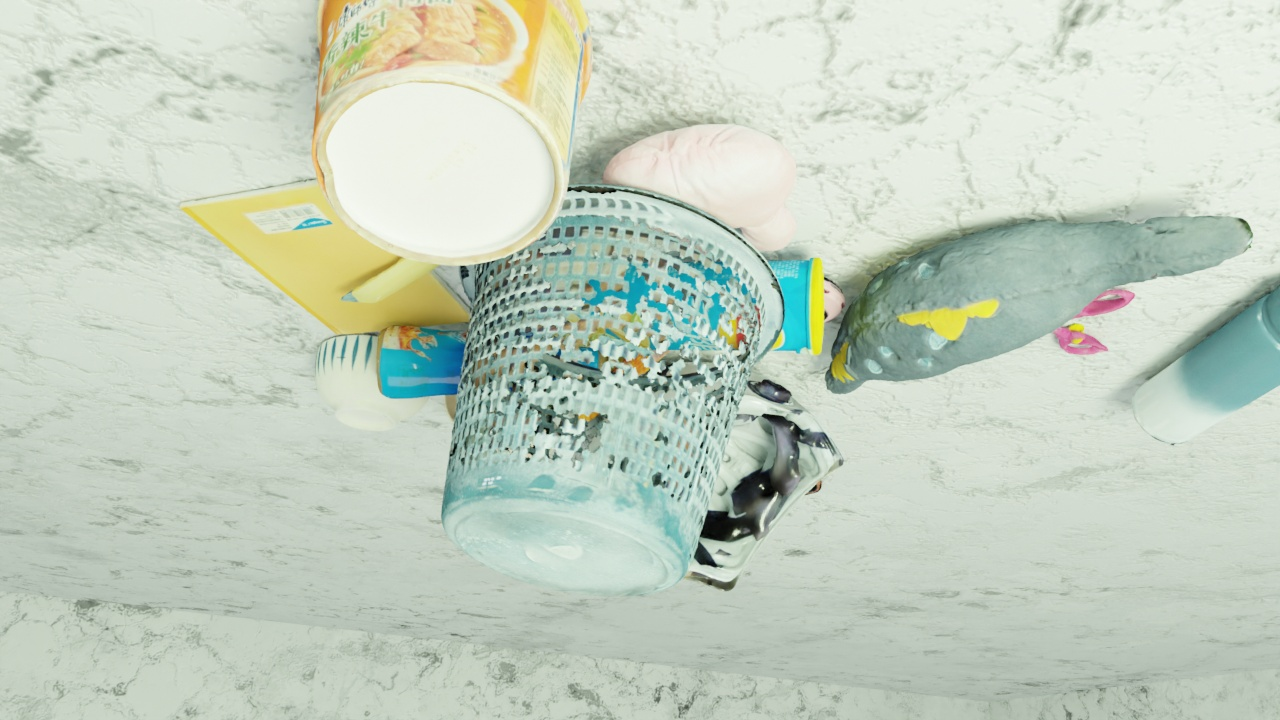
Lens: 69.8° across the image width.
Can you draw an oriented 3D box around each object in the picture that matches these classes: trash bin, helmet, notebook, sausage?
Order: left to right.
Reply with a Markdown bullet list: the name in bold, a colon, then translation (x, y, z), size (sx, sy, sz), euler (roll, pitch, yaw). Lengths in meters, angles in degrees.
- **notebook**: translation (-0.244, -0.076, 0.747), size (0.146, 0.010, 0.206), euler (-5, 153, 17)
- **trash bin**: translation (-0.030, 0.035, 0.586), size (0.226, 0.194, 0.227), euler (8, 149, 5)
- **sausage**: translation (-0.005, 0.005, 0.804), size (0.165, 0.021, 0.021), euler (-42, 134, 22)
- **helmet**: translation (0.047, 0.091, 0.869), size (0.258, 0.146, 0.229), euler (19, 112, -41)

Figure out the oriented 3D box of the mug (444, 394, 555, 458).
- **mug**: translation (-0.144, 0.046, 0.917), size (0.115, 0.081, 0.106), euler (21, 165, 29)

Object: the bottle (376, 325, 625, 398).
- **bottle**: translation (-0.122, 0.003, 0.823), size (0.218, 0.065, 0.065), euler (1, 154, -9)

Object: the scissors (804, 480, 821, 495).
- **scissors**: translation (0.150, 0.126, 1.103), size (0.206, 0.015, 0.194), euler (16, 152, -24)

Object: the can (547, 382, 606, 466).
- **can**: translation (-0.053, 0.066, 0.912), size (0.058, 0.058, 0.147), euler (-3, 144, 12)

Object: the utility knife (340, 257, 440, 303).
- **utility knife**: translation (-0.174, -0.075, 0.712), size (0.163, 0.018, 0.031), euler (-29, 144, 26)

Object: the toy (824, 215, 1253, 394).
- **toy**: translation (0.242, -0.038, 0.679), size (0.137, 0.091, 0.357), euler (8, 159, -37)

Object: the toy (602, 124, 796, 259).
- **toy**: translation (0.045, -0.106, 0.603), size (0.121, 0.054, 0.159), euler (-5, 163, 18)

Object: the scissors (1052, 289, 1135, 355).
- **scissors**: translation (0.347, -0.032, 0.761), size (0.133, 0.017, 0.136), euler (18, 153, -20)

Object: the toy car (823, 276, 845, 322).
- **toy car**: translation (0.108, -0.038, 0.753), size (0.123, 0.037, 0.056), euler (-18, 145, 38)

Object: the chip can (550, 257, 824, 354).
- **chip can**: translation (0.031, -0.041, 0.698), size (0.210, 0.071, 0.071), euler (1, 154, 16)

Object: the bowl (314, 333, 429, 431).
- **bowl**: translation (-0.263, 0.029, 0.899), size (0.116, 0.066, 0.117), euler (3, 154, 1)

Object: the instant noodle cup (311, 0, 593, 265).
- **instant noodle cup**: translation (-0.098, -0.128, 0.474), size (0.151, 0.111, 0.152), euler (-2, 141, -2)

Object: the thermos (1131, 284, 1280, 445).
- **thermos**: translation (0.495, 0.001, 0.753), size (0.070, 0.070, 0.221), euler (5, 154, -3)
